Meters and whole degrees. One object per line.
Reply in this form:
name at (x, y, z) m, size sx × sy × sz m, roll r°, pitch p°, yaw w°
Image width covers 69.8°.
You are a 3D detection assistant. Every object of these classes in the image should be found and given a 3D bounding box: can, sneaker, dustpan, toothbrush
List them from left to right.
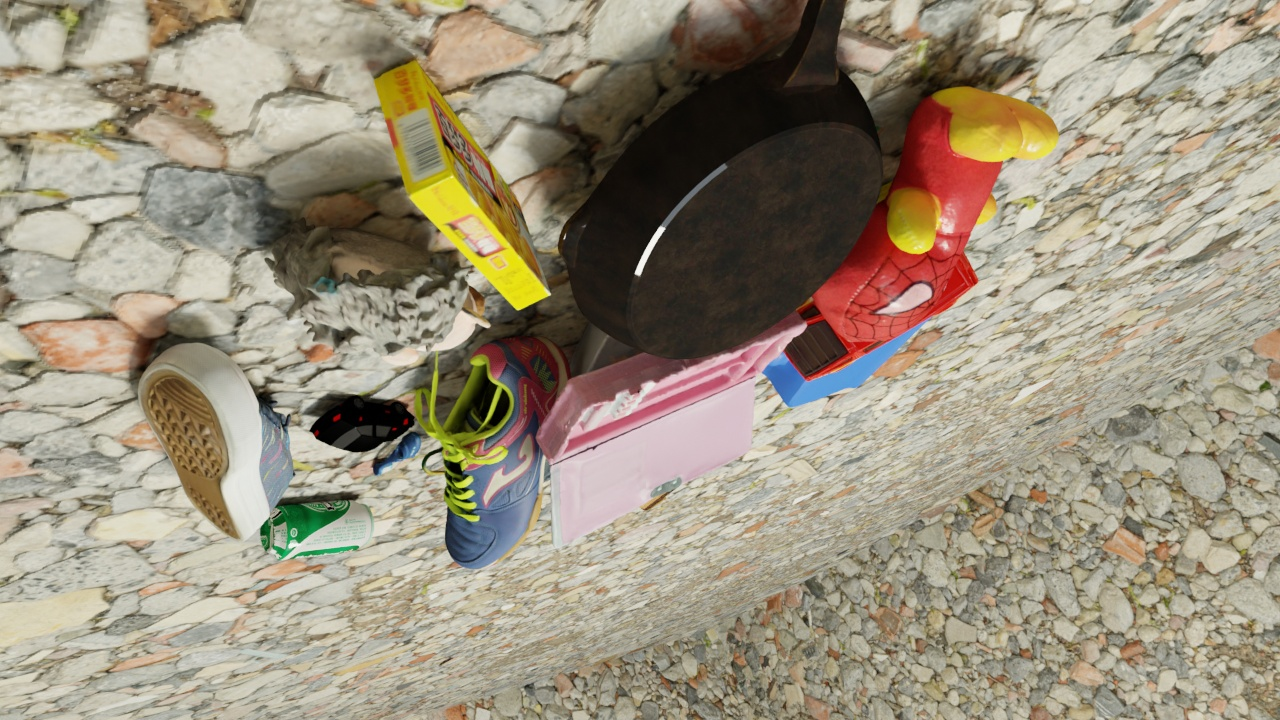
sneaker at (-0.295, 0.050, 0.669) m, size 0.079 × 0.087 × 0.236 m, roll -50°, pitch 172°, yaw -35°
can at (-0.320, 0.167, 0.908) m, size 0.101 × 0.053 × 0.053 m, roll 3°, pitch 146°, yaw -46°
toothbrush at (-0.222, 0.086, 0.843) m, size 0.016 × 0.021 × 0.133 m, roll -21°, pitch 173°, yaw -36°
sneaker at (-0.141, 0.084, 0.784) m, size 0.090 × 0.116 × 0.242 m, roll -8°, pitch 127°, yaw -47°
dustpan at (0.181, -0.004, 0.990) m, size 0.257 × 0.059 × 0.246 m, roll -21°, pitch 160°, yaw -28°

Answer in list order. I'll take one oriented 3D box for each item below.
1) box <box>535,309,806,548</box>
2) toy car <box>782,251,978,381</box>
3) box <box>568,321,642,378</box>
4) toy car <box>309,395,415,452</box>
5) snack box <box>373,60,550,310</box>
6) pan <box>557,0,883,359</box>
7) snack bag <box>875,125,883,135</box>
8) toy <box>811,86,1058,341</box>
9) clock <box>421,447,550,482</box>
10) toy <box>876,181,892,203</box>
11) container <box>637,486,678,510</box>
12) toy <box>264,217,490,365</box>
box at (0.020, 0.043, 0.756) m, size 0.232 × 0.059 × 0.180 m, roll -20°, pitch 141°, yaw -36°
toy car at (0.218, -0.053, 0.867) m, size 0.190 × 0.081 × 0.056 m, roll -33°, pitch -162°, yaw 19°
box at (-0.017, 0.003, 0.774) m, size 0.107 × 0.094 × 0.217 m, roll -50°, pitch 175°, yaw -36°
toy car at (-0.229, 0.057, 0.769) m, size 0.042 × 0.036 × 0.091 m, roll -33°, pitch 155°, yaw 24°
snack box at (-0.094, -0.091, 0.512) m, size 0.025 × 0.075 × 0.152 m, roll -23°, pitch 158°, yaw 5°
pan at (0.084, -0.126, 0.550) m, size 0.248 × 0.043 × 0.357 m, roll -13°, pitch 144°, yaw -32°
snack bag at (0.121, -0.139, 0.667) m, size 0.154 × 0.044 × 0.087 m, roll -12°, pitch 147°, yaw -39°
toy at (0.210, -0.104, 0.696) m, size 0.147 × 0.098 × 0.217 m, roll -6°, pitch 137°, yaw -44°
clock at (-0.133, 0.089, 0.901) m, size 0.161 × 0.060 × 0.118 m, roll -13°, pitch 155°, yaw -22°
toy at (0.219, -0.119, 0.786) m, size 0.094 × 0.041 × 0.095 m, roll -34°, pitch 146°, yaw 16°
container at (0.012, 0.107, 0.977) m, size 0.061 × 0.063 × 0.114 m, roll 13°, pitch 136°, yaw -45°
toy at (-0.150, -0.035, 0.566) m, size 0.133 × 0.076 × 0.175 m, roll 18°, pitch -177°, yaw 13°
